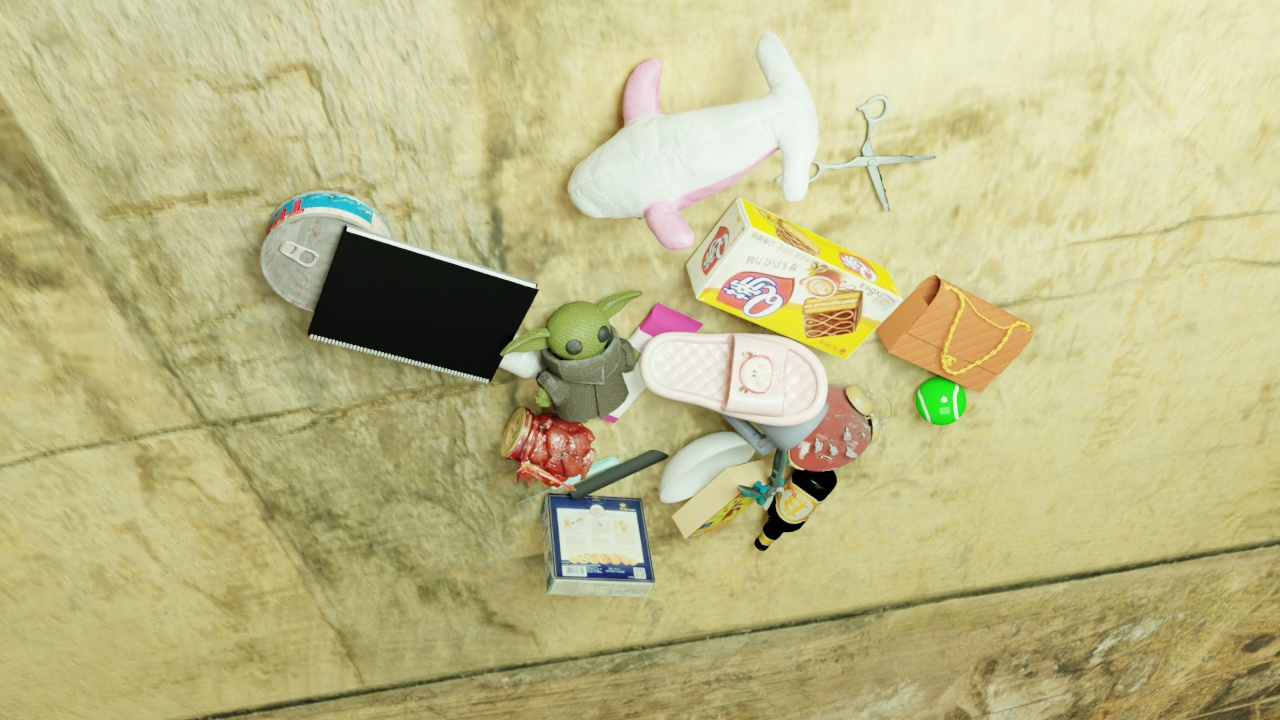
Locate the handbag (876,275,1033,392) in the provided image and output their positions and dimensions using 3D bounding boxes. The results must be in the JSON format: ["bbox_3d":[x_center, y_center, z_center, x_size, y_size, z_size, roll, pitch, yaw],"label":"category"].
[{"bbox_3d":[0.403,-0.031,1.155,0.171,0.060,0.109,21,123,-27],"label":"handbag"}]

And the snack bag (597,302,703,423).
[{"bbox_3d":[-0.007,0.007,1.144,0.070,0.016,0.197,24,125,-26],"label":"snack bag"}]

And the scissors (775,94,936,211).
[{"bbox_3d":[0.231,-0.214,0.979,0.175,0.014,0.142,-7,131,-1],"label":"scissors"}]

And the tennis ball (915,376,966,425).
[{"bbox_3d":[0.402,0.054,1.229,0.065,0.065,0.065,-5,134,-6],"label":"tennis ball"}]

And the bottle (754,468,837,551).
[{"bbox_3d":[0.220,0.222,1.360,0.059,0.059,0.182,13,130,-21],"label":"bottle"}]

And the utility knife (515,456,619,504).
[{"bbox_3d":[-0.106,0.169,1.283,0.166,0.015,0.022,-24,165,14],"label":"utility knife"}]

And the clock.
[{"bbox_3d":[0.263,0.089,1.225,0.159,0.081,0.117,-21,133,10],"label":"clock"}]

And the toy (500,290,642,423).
[{"bbox_3d":[-0.065,0.003,1.068,0.179,0.078,0.153,-25,131,-20],"label":"toy"}]

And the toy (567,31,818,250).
[{"bbox_3d":[0.054,-0.200,0.892,0.266,0.186,0.127,-13,177,32],"label":"toy"}]

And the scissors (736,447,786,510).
[{"bbox_3d":[0.174,0.160,1.233,0.154,0.019,0.125,2,124,-54],"label":"scissors"}]

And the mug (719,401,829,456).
[{"bbox_3d":[0.157,0.058,1.158,0.104,0.083,0.124,44,136,-6],"label":"mug"}]

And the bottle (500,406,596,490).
[{"bbox_3d":[-0.118,0.117,1.175,0.111,0.098,0.099,24,125,-23],"label":"bottle"}]

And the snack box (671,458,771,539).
[{"bbox_3d":[0.118,0.196,1.297,0.088,0.040,0.126,-6,147,-48],"label":"snack box"}]

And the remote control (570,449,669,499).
[{"bbox_3d":[-0.030,0.157,1.274,0.147,0.015,0.033,-26,159,15],"label":"remote control"}]

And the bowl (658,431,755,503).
[{"bbox_3d":[0.083,0.136,1.246,0.149,0.043,0.150,-25,156,-12],"label":"bowl"}]

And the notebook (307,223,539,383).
[{"bbox_3d":[-0.233,-0.053,0.983,0.206,0.016,0.149,16,127,-24],"label":"notebook"}]

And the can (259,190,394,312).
[{"bbox_3d":[-0.324,-0.110,0.955,0.130,0.044,0.130,-5,134,-5],"label":"can"}]

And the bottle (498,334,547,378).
[{"bbox_3d":[-0.159,-0.013,1.078,0.136,0.044,0.044,28,123,-31],"label":"bottle"}]

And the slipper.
[{"bbox_3d":[0.108,0.013,1.073,0.222,0.106,0.056,9,168,7],"label":"slipper"}]

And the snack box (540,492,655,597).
[{"bbox_3d":[-0.061,0.257,1.283,0.144,0.144,0.043,6,133,-16],"label":"snack box"}]

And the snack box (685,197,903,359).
[{"bbox_3d":[0.177,-0.088,1.055,0.230,0.061,0.110,20,127,-27],"label":"snack box"}]
